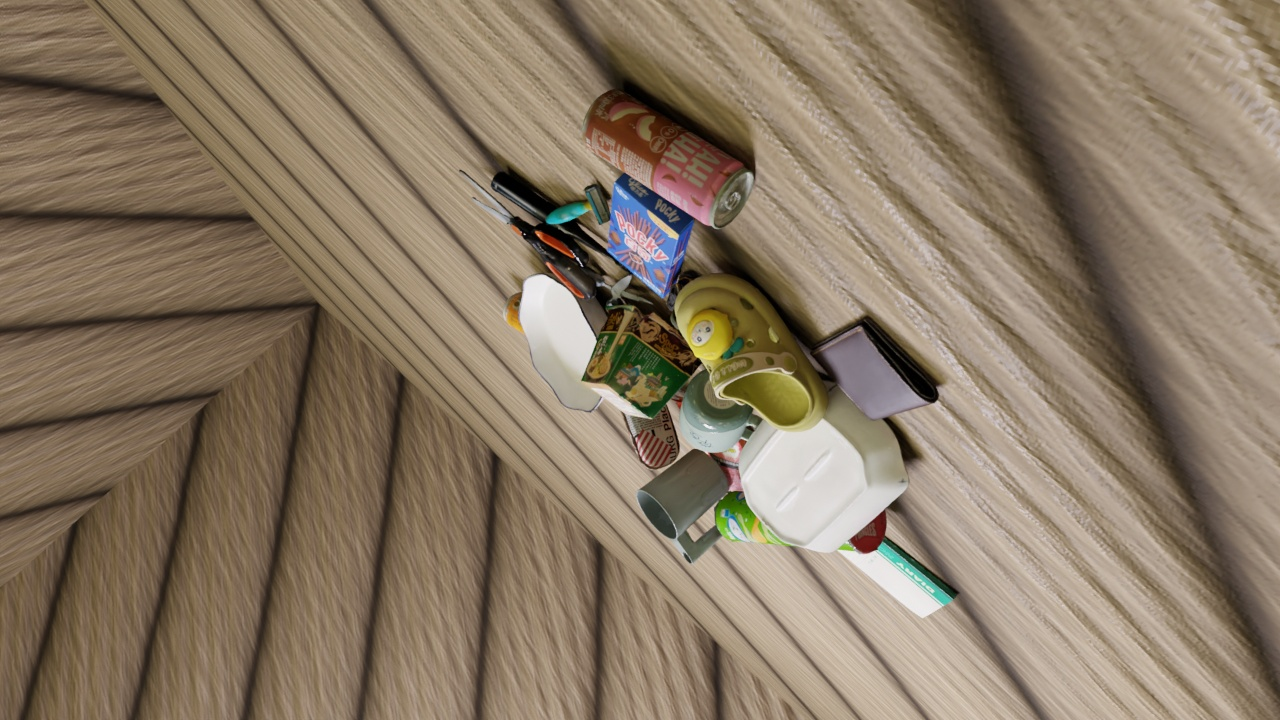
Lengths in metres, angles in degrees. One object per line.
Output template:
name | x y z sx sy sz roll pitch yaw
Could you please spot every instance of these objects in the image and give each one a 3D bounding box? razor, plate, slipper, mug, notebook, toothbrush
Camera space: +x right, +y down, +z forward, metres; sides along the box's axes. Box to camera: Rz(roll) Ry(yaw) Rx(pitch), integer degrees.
razor | -0.072 -0.168 1.026 0.133 0.028 0.043 -1 119 60
plate | 0.184 0.126 1.006 0.162 0.034 0.266 47 146 14
slipper | 0.106 0.000 0.895 0.190 0.081 0.092 48 123 -3
plate | -0.098 -0.029 1.277 0.205 0.045 0.205 36 139 40
mug | 0.104 0.065 1.108 0.112 0.082 0.106 28 160 8
notebook | 0.311 0.258 1.220 0.209 0.012 0.150 38 162 17
mug | 0.070 0.198 1.257 0.124 0.103 0.084 54 157 -1
toothbrush | -0.091 -0.162 1.090 0.213 0.026 0.027 35 141 16

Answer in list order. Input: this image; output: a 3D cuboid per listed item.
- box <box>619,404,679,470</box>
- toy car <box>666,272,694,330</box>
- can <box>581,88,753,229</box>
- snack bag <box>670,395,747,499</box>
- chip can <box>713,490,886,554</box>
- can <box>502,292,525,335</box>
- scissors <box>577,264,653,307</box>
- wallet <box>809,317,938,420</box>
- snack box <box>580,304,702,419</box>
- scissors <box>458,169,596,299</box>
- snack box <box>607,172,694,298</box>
box | 0.009 0.069 1.272 0.079 0.074 0.163 79 172 -78
toy car | 0.088 -0.027 0.983 0.156 0.041 0.071 45 163 2
can | 0.021 -0.170 0.767 0.147 0.057 0.058 36 162 21
snack bag | 0.120 0.134 1.271 0.129 0.073 0.208 27 152 47
chip can | 0.194 0.200 1.152 0.072 0.072 0.237 50 150 -20
can | -0.146 -0.052 1.418 0.146 0.058 0.058 32 160 33
scissors | -0.031 -0.086 1.142 0.159 0.014 0.172 37 164 27
wallet | 0.211 0.012 0.844 0.096 0.020 0.122 48 164 1
snack box | -0.007 0.007 1.133 0.118 0.105 0.118 38 166 -22
scissors | -0.130 -0.156 1.125 0.221 0.021 0.224 48 166 -23
snack box | 0.007 -0.128 0.950 0.084 0.026 0.157 41 163 9
